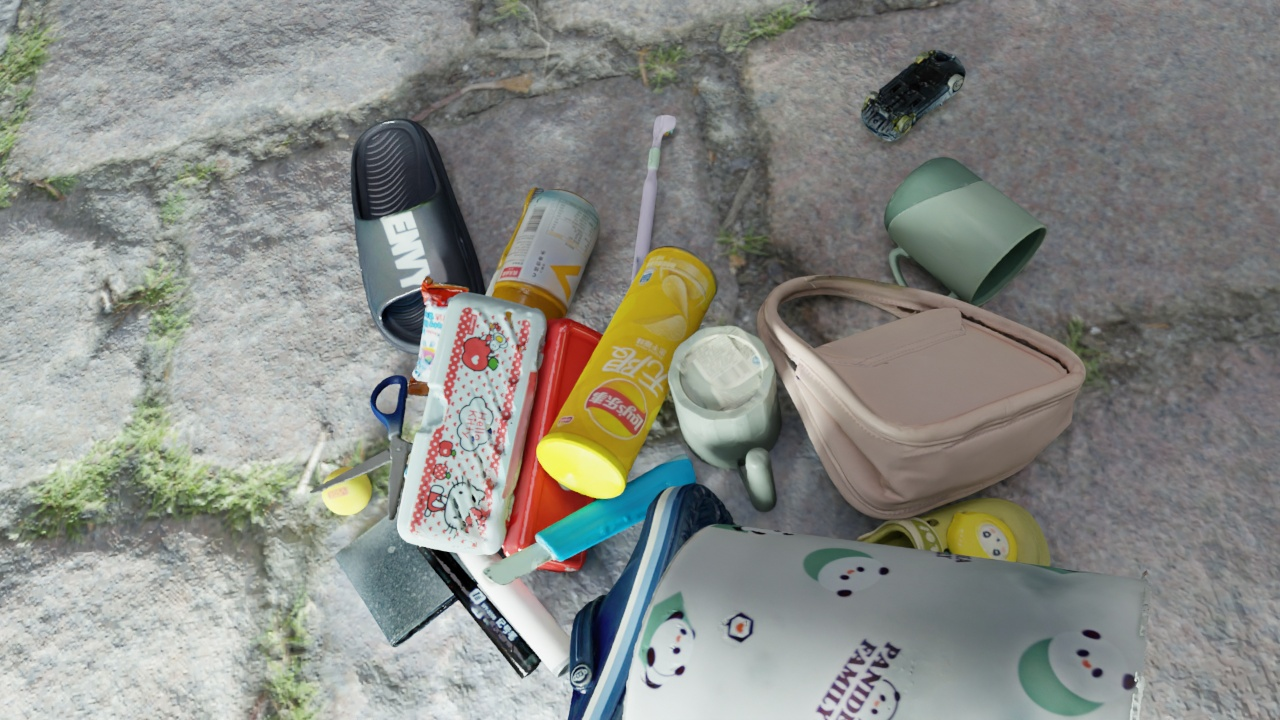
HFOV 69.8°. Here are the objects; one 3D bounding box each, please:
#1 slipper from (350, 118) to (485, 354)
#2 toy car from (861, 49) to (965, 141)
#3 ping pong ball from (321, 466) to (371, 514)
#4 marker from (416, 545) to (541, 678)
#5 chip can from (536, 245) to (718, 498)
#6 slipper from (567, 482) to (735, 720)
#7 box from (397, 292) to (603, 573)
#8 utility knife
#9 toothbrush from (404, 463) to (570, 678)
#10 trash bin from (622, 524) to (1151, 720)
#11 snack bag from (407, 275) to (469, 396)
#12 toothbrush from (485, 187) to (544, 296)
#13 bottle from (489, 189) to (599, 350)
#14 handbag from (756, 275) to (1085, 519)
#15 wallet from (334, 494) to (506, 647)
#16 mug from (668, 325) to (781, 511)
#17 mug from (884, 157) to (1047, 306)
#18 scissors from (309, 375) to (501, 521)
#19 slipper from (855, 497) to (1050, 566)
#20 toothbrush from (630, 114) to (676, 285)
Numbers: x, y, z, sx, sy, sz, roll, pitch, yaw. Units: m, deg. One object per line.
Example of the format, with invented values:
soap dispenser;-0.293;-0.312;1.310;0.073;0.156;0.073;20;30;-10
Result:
slipper;-0.224;-0.128;0.852;0.111;0.083;0.268;-20;67;3
toy car;0.252;-0.244;0.848;0.105;0.031;0.049;-39;66;-7
ping pong ball;-0.247;0.110;0.772;0.040;0.040;0.040;-4;65;8
marker;-0.126;0.190;0.710;0.020;0.022;0.132;-39;78;-23
chip can;-0.004;0.004;0.729;0.072;0.072;0.212;16;54;17
slipper;0.000;0.211;0.656;0.095;0.105;0.252;-2;56;39
box;-0.095;0.056;0.719;0.160;0.060;0.200;18;70;-27
utility knife;-0.033;0.122;0.697;0.190;0.018;0.034;-23;78;-30
toothbrush;-0.124;0.156;0.719;0.026;0.026;0.221;-38;63;-18
trash bin;0.142;0.210;0.535;0.252;0.229;0.229;7;66;29
snack bag;-0.175;-0.019;0.795;0.045;0.026;0.105;7;94;1
toothbrush;-0.121;-0.086;0.842;0.018;0.016;0.191;-1;57;30
bottle;-0.094;-0.059;0.806;0.068;0.068;0.189;14;70;16
handbag;0.187;0.000;0.700;0.193;0.094;0.234;-16;45;-27
wallet;-0.178;0.158;0.751;0.120;0.019;0.097;-38;65;-10
mug;0.074;0.046;0.708;0.083;0.103;0.123;-22;63;0
mug;0.254;-0.099;0.761;0.106;0.082;0.112;47;112;24
scissors;-0.195;0.066;0.769;0.175;0.012;0.162;-19;44;-21
slipper;0.198;0.153;0.651;0.190;0.081;0.091;-17;66;5
toothbrush;0.010;-0.146;0.856;0.029;0.021;0.188;-15;58;46
